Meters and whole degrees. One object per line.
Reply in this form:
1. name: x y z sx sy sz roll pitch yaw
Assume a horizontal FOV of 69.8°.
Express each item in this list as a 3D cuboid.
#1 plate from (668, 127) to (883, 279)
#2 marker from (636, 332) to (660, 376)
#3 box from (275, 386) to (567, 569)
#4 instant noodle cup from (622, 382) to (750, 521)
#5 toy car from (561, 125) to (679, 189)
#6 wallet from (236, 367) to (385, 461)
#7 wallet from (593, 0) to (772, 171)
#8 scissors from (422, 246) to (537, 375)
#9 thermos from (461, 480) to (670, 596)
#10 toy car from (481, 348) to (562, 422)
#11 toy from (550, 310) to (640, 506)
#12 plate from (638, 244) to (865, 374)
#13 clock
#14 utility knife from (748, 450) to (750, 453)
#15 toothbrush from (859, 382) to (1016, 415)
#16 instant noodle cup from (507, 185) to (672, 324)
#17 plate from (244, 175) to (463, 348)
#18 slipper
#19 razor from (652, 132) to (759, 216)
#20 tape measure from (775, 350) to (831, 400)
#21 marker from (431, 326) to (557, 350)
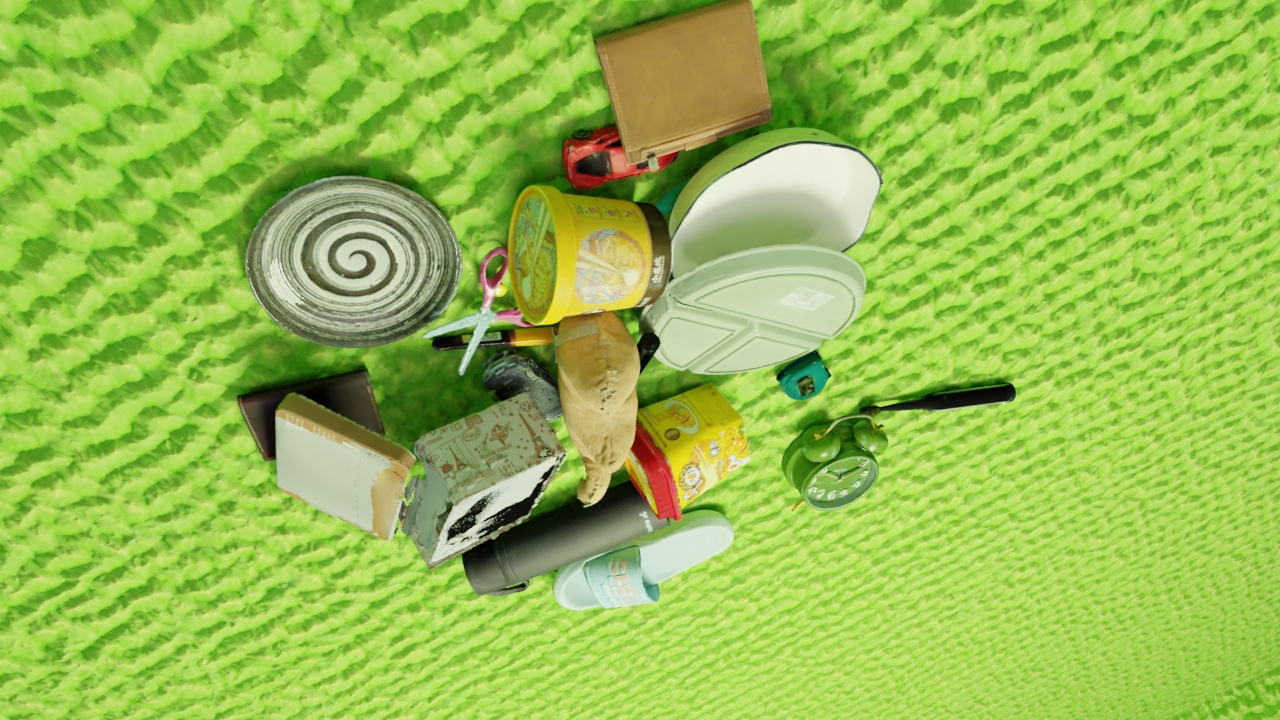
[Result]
1. plate: 0.117 -0.133 0.845 0.204 0.045 0.205 -15 148 -10
2. marker: -0.006 0.005 0.927 0.020 0.022 0.132 33 155 0
3. box: -0.218 0.116 0.897 0.271 0.132 0.180 5 146 -20
4. instant noodle cup: 0.048 0.094 1.015 0.123 0.116 0.116 -26 135 -12
5. toy car: -0.015 -0.179 0.792 0.106 0.031 0.049 -15 135 -10
6. wallet: -0.320 0.055 0.900 0.122 0.020 0.096 -12 139 -12
7. wallet: 0.039 -0.221 0.751 0.130 0.035 0.119 -18 116 -5
8. scissors: -0.138 -0.043 0.863 0.131 0.017 0.133 11 111 -43
9. thermos: -0.086 0.215 1.099 0.242 0.068 0.090 -22 134 2
10. toy car: -0.114 0.028 0.940 0.054 0.036 0.120 -30 144 14
11. toy: -0.043 0.045 0.902 0.082 0.143 0.226 -1 136 -3
12. plate: 0.112 -0.041 0.909 0.230 0.027 0.230 -9 155 -4
13. clock: 0.244 0.123 1.143 0.116 0.056 0.162 -6 132 -17
14. utility knife: 0.044 0.162 1.130 0.208 0.021 0.031 -28 136 15
15. toothbrush: 0.371 0.051 1.145 0.212 0.027 0.026 -6 94 -15
16. instant noodle cup: -0.044 -0.093 0.806 0.114 0.118 0.119 -5 132 -28
17. plate: -0.246 -0.085 0.797 0.179 0.024 0.180 -9 132 -11
18. slipper: 0.009 0.268 1.176 0.245 0.074 0.104 -21 135 -3
19. razor: 0.056 -0.160 0.835 0.133 0.028 0.043 -31 151 11
20. tape measure: 0.188 0.021 1.052 0.058 0.025 0.054 -29 133 7
21. marker: -0.141 -0.020 0.898 0.123 0.018 0.015 -5 139 -15
